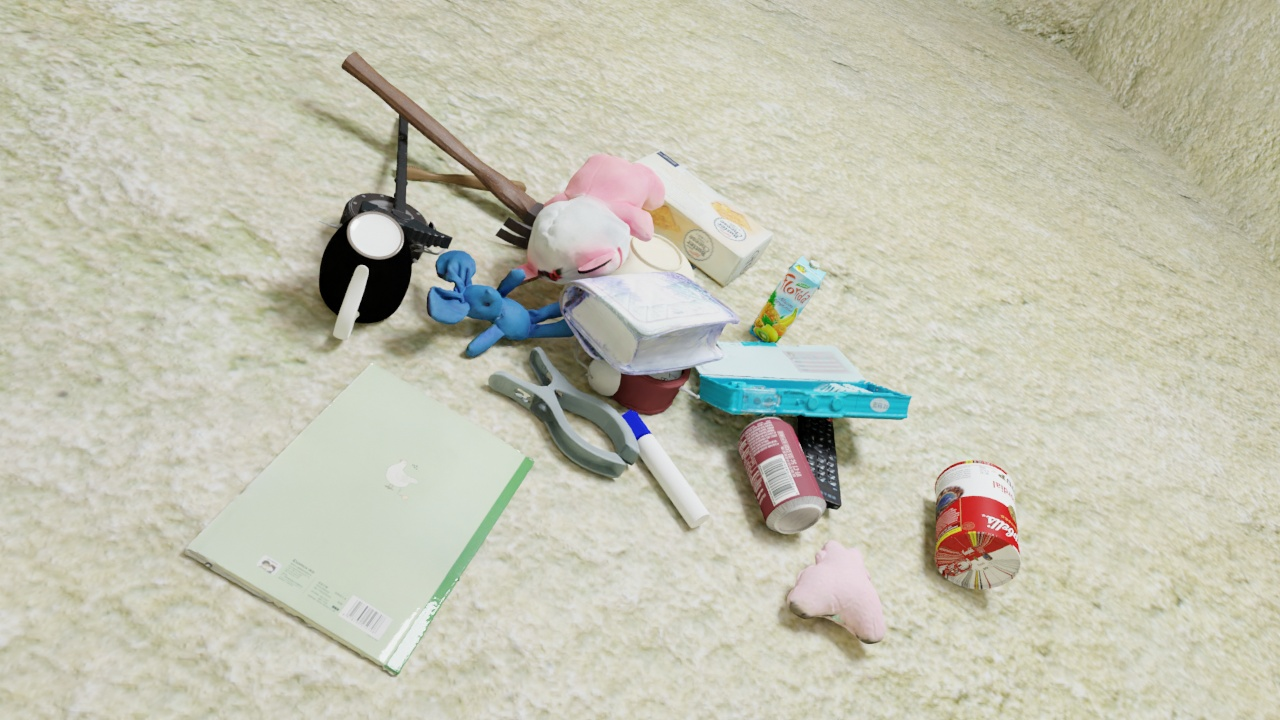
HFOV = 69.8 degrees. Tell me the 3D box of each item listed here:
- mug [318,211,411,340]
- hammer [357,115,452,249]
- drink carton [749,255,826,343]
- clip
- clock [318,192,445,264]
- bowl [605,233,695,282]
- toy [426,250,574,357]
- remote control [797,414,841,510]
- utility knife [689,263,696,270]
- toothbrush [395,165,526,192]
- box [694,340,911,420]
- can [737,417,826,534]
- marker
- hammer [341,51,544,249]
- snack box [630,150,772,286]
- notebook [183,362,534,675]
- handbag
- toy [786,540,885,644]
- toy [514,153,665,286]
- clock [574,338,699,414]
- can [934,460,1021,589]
[{"bbox_3d":[-0.263,-0.079,0.867,0.085,0.100,0.118,20,59,-14],"label":"mug"},{"bbox_3d":[-0.266,-0.219,1.050,0.095,0.015,0.324,18,28,-24],"label":"hammer"},{"bbox_3d":[0.181,-0.072,1.133,0.044,0.129,0.038,37,46,8],"label":"drink carton"},{"bbox_3d":[-0.063,0.047,0.928,0.163,0.028,0.107,38,38,9],"label":"clip"},{"bbox_3d":[-0.268,-0.134,0.975,0.123,0.044,0.091,28,32,-5],"label":"clock"},{"bbox_3d":[0.006,-0.104,1.098,0.150,0.076,0.150,17,40,-16],"label":"bowl"},{"bbox_3d":[-0.148,-0.061,0.949,0.176,0.071,0.112,14,52,-34],"label":"toy"},{"bbox_3d":[0.198,0.108,1.036,0.047,0.022,0.150,22,37,-9],"label":"remote control"},{"bbox_3d":[-0.002,-0.154,1.196,0.163,0.017,0.030,32,33,0],"label":"utility knife"},{"bbox_3d":[-0.219,-0.223,1.130,0.166,0.016,0.016,3,39,-30],"label":"toothbrush"},{"bbox_3d":[0.171,0.025,1.070,0.226,0.056,0.185,3,18,-20],"label":"box"},{"bbox_3d":[0.145,0.119,0.954,0.063,0.063,0.114,7,44,-27],"label":"can"},{"bbox_3d":[0.022,0.107,0.916,0.023,0.027,0.133,-32,64,-9],"label":"marker"},{"bbox_3d":[-0.220,-0.250,1.099,0.323,0.033,0.115,40,37,-8],"label":"hammer"},{"bbox_3d":[0.069,-0.197,1.255,0.208,0.058,0.104,38,39,10],"label":"snack box"},{"bbox_3d":[-0.215,0.117,0.766,0.182,0.010,0.251,30,39,-1],"label":"notebook"},{"bbox_3d":[0.009,-0.044,0.966,0.158,0.069,0.126,-11,42,-42],"label":"handbag"},{"bbox_3d":[0.192,0.217,0.884,0.099,0.053,0.095,22,46,-4],"label":"toy"},{"bbox_3d":[-0.059,-0.156,1.037,0.142,0.084,0.212,5,44,25],"label":"toy"},{"bbox_3d":[-0.006,0.006,0.992,0.137,0.048,0.096,19,40,-17],"label":"clock"},{"bbox_3d":[0.371,0.180,1.016,0.086,0.087,0.116,28,39,-3],"label":"can"}]
